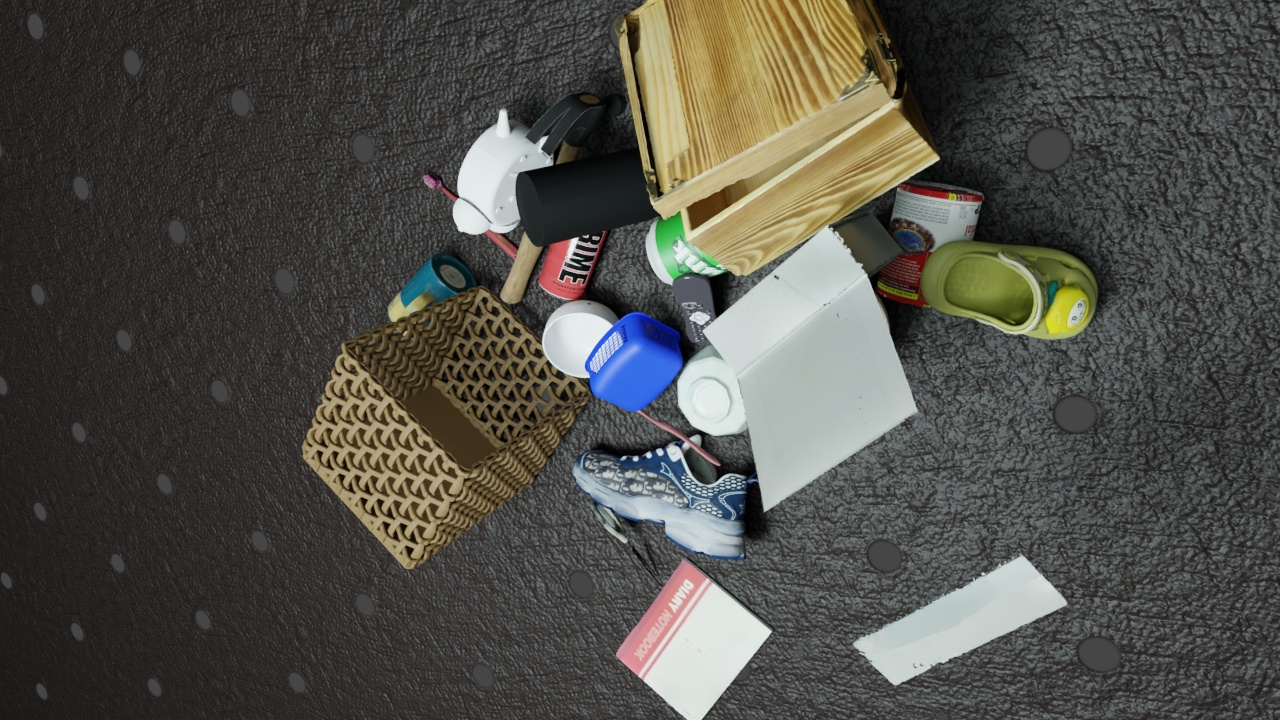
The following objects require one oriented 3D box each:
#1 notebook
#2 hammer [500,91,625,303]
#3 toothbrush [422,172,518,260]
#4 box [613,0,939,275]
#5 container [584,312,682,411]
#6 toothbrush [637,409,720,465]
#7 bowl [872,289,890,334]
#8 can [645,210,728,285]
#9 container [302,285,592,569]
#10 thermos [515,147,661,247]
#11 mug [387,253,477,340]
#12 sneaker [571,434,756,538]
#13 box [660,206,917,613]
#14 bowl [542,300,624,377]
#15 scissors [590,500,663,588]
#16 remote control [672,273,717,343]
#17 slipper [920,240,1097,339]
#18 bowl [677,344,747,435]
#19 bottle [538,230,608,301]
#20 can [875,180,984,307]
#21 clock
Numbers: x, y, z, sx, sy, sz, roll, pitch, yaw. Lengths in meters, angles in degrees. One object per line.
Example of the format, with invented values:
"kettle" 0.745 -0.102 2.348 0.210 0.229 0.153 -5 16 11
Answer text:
"notebook" 0.069 0.390 1.266 0.153 0.012 0.209 37 117 14
"hammer" -0.120 -0.194 1.157 0.040 0.132 0.306 40 127 16
"toothbrush" -0.229 -0.196 1.258 0.190 0.016 0.016 42 118 12
"box" 0.129 -0.270 0.896 0.246 0.168 0.278 -28 51 28
"container" -0.007 0.007 1.146 0.096 0.058 0.114 25 123 -29
"toothbrush" 0.037 0.085 1.163 0.184 0.015 0.016 34 114 39
"bowl" 0.213 -0.036 1.036 0.151 0.075 0.151 8 107 27
"can" 0.083 -0.143 1.068 0.140 0.087 0.088 -18 95 30
"container" -0.252 0.081 1.193 0.219 0.250 0.215 44 128 11
"thermos" -0.037 -0.196 1.068 0.086 0.198 0.086 49 148 46
"mug" -0.293 -0.080 1.268 0.107 0.113 0.083 -40 96 27
"sneaker" 0.035 0.151 1.181 0.270 0.103 0.132 20 90 33
"box" 0.134 0.008 0.785 0.119 0.477 0.167 41 123 -12
"bowl" -0.072 -0.033 1.186 0.105 0.054 0.105 1 127 2
"scissors" -0.024 0.234 1.245 0.012 0.163 0.154 -37 47 3
"remote control" 0.070 -0.060 1.097 0.046 0.009 0.124 -2 143 16
"slipper" 0.374 -0.068 0.904 0.190 0.081 0.092 11 106 -11
"bowl" 0.094 0.042 1.129 0.118 0.061 0.117 7 107 25
"bottle" -0.073 -0.165 1.158 0.062 0.062 0.177 31 116 17
"can" 0.301 -0.123 0.960 0.087 0.086 0.116 16 111 23
"clock" -0.163 -0.228 1.151 0.073 0.125 0.161 36 111 15
